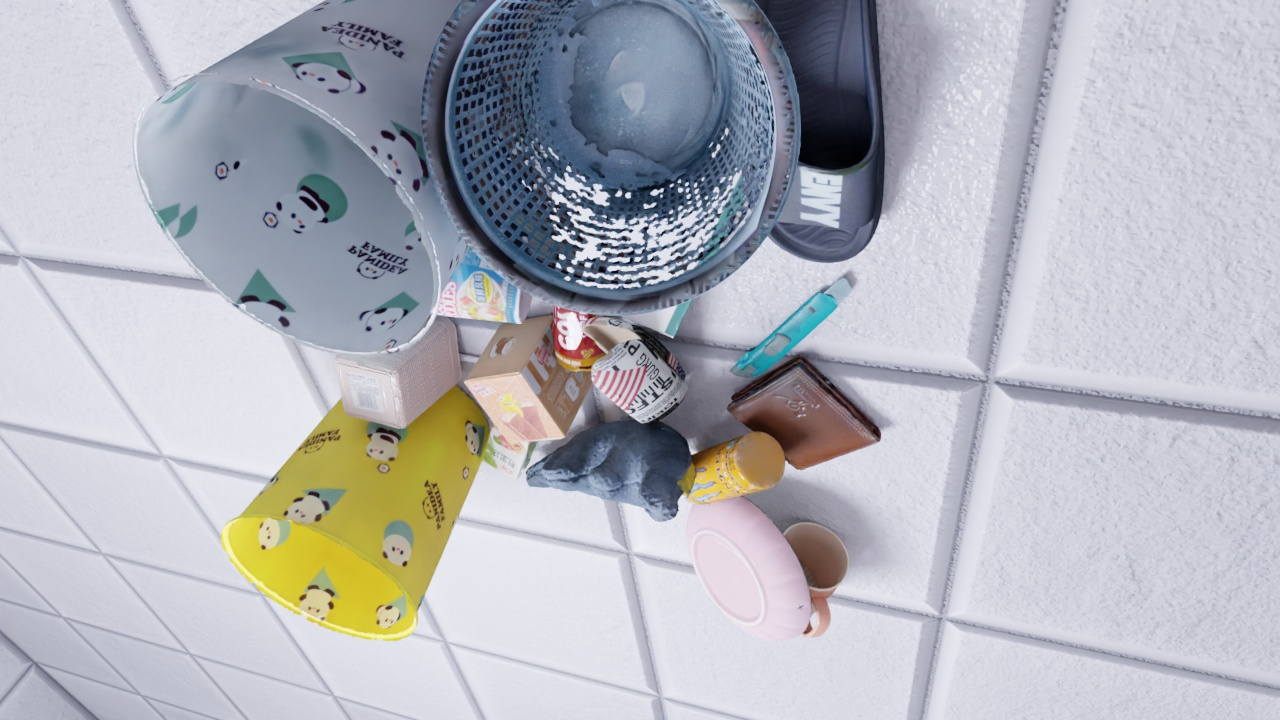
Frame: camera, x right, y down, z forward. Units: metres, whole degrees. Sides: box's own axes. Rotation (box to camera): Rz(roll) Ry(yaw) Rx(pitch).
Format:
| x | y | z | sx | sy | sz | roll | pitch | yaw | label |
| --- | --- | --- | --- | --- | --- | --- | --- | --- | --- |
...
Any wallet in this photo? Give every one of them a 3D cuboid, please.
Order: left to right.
| x | y | z | sx | sy | sz | roll | pitch | yaw | label |
| --- | --- | --- | --- | --- | --- | --- | --- | --- | --- |
| 0.164 | 0.057 | 0.921 | 0.124 | 0.032 | 0.101 | 40 | 133 | -17 | wallet |

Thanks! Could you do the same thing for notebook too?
| x | y | z | sx | sy | sz | roll | pitch | yaw | label |
| --- | --- | --- | --- | --- | --- | --- | --- | --- | --- |
| 0.000 | -0.128 | 0.776 | 0.150 | 0.012 | 0.210 | 23 | 123 | -4 | notebook |

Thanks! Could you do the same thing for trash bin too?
| x | y | z | sx | sy | sz | roll | pitch | yaw | label |
| --- | --- | --- | --- | --- | --- | --- | --- | --- | --- |
| -0.310 | 0.155 | 1.070 | 0.230 | 0.254 | 0.230 | 12 | 137 | 12 | trash bin |
| -0.200 | -0.168 | 0.701 | 0.230 | 0.251 | 0.230 | 14 | 136 | 13 | trash bin |
| -0.012 | -0.172 | 0.627 | 0.226 | 0.194 | 0.227 | 2 | 117 | 4 | trash bin |

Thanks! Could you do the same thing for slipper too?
| x | y | z | sx | sy | sz | roll | pitch | yaw | label |
| --- | --- | --- | --- | --- | --- | --- | --- | --- | --- |
| 0.120 | -0.173 | 0.663 | 0.111 | 0.083 | 0.268 | -1 | 129 | 14 | slipper |

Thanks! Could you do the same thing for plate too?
| x | y | z | sx | sy | sz | roll | pitch | yaw | label |
| --- | --- | --- | --- | --- | --- | --- | --- | --- | --- |
| 0.111 | 0.240 | 1.047 | 0.192 | 0.039 | 0.193 | 37 | 141 | 38 | plate |

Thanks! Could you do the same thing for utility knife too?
| x | y | z | sx | sy | sz | roll | pitch | yaw | label |
| --- | --- | --- | --- | --- | --- | --- | --- | --- | --- |
| 0.139 | -0.026 | 0.861 | 0.029 | 0.013 | 0.175 | 32 | 137 | -10 | utility knife |

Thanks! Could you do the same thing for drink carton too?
| x | y | z | sx | sy | sz | roll | pitch | yaw | label |
| --- | --- | --- | --- | --- | --- | --- | --- | --- | --- |
| -0.146 | 0.083 | 1.080 | 0.053 | 0.045 | 0.123 | 28 | 137 | 4 | drink carton |

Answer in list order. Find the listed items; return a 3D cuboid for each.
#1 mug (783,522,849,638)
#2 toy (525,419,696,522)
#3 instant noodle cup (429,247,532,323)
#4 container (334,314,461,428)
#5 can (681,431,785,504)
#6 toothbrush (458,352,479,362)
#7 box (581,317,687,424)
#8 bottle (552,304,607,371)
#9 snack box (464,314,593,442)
| x | y | z | sx | sy | sz | roll | pitch | yaw | label |
| --- | --- | --- | --- | --- | --- | --- | --- | --- | --- |
| 0.188 | 0.262 | 1.055 | 0.081 | 0.114 | 0.106 | -2 | 142 | -15 | mug |
| -0.021 | 0.116 | 0.984 | 0.357 | 0.137 | 0.091 | -5 | 108 | 60 | toy |
| -0.161 | -0.081 | 0.894 | 0.110 | 0.099 | 0.099 | 12 | 137 | 4 | instant noodle cup |
| -0.265 | 0.008 | 0.998 | 0.090 | 0.110 | 0.090 | 12 | 124 | 17 | container |
| 0.091 | 0.116 | 0.964 | 0.058 | 0.058 | 0.146 | 35 | 154 | -11 | can |
| -0.214 | -0.003 | 1.047 | 0.180 | 0.016 | 0.016 | 10 | 129 | 16 | toothbrush |
| -0.006 | -0.001 | 0.894 | 0.076 | 0.086 | 0.163 | -36 | 148 | 8 | box |
| -0.060 | -0.068 | 0.878 | 0.057 | 0.057 | 0.175 | 13 | 136 | 13 | bottle |
| -0.114 | 0.020 | 0.966 | 0.077 | 0.092 | 0.094 | -8 | 129 | 31 | snack box |
